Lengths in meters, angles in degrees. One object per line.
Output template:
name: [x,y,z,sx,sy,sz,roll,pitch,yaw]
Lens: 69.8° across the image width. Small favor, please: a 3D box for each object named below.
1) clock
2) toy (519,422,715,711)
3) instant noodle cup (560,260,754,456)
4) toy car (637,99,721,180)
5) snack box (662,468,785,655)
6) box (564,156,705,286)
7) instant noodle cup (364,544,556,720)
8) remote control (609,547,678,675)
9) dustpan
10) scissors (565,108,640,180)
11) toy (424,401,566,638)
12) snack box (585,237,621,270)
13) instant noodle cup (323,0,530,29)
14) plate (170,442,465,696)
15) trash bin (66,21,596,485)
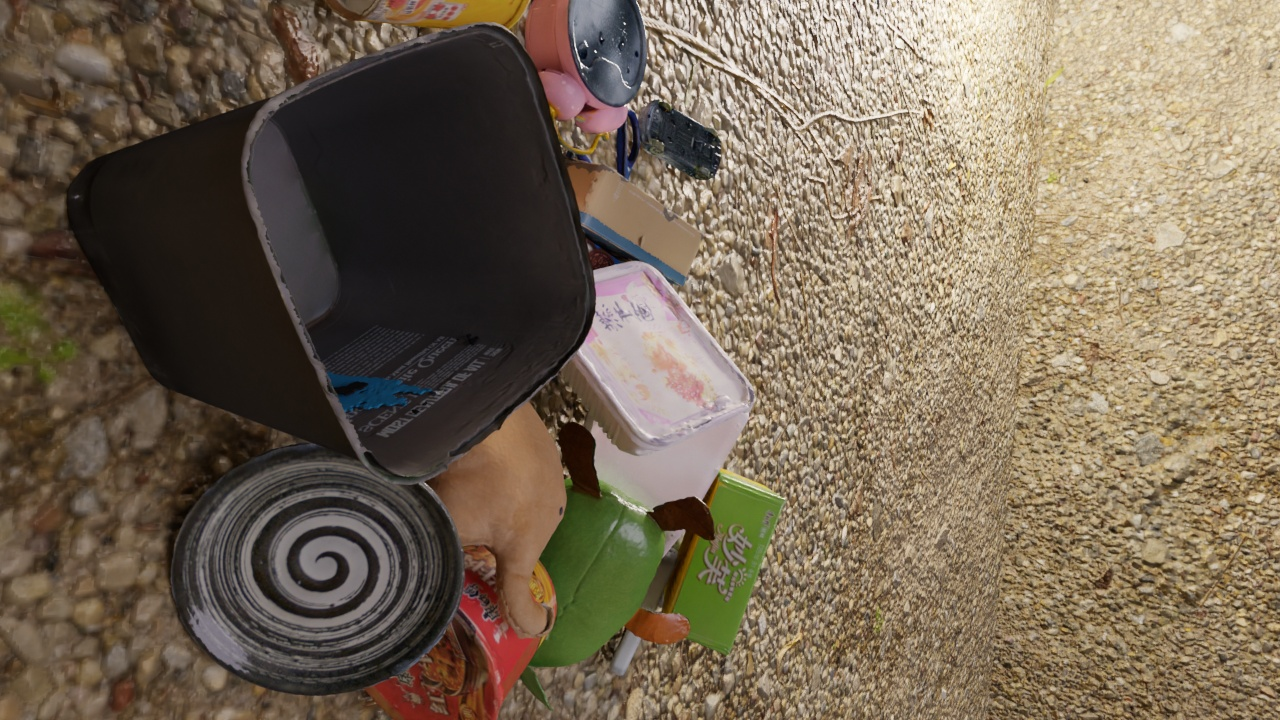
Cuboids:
clock: [-0.050,-0.264,0.817,0.117,0.060,0.158,1,92,-56]
toy: [-0.052,0.173,0.773,0.247,0.227,0.089,-57,-178,24]
instant noodle cup: [-0.005,0.004,0.767,0.137,0.173,0.061,-19,151,-40]
toy car: [0.041,-0.232,0.975,0.120,0.037,0.054,18,80,-45]
snack box: [0.081,0.196,0.949,0.210,0.070,0.157,69,42,-86]
box: [-0.024,-0.128,0.834,0.184,0.090,0.059,22,89,-48]
instant noodle cup: [-0.137,0.201,0.697,0.108,0.138,0.138,-38,124,-57]
remote control: [0.003,0.257,0.948,0.056,0.020,0.136,-16,131,-85]
dustpan: [-0.002,0.103,0.923,0.221,0.139,0.274,-55,176,-39]
scissors: [-0.024,-0.169,0.909,0.175,0.012,0.162,27,73,-56]
toy: [-0.111,0.088,0.670,0.143,0.083,0.226,-31,79,-43]
snack box: [-0.052,-0.071,0.841,0.207,0.058,0.057,30,73,-53]
instant noodle cup: [-0.151,-0.286,0.611,0.109,0.138,0.138,-23,113,-44]
plate: [-0.204,0.135,0.594,0.179,0.024,0.179,-3,105,-10]
trash bin: [-0.176,-0.061,0.519,0.198,0.220,0.199,-43,127,-45]
